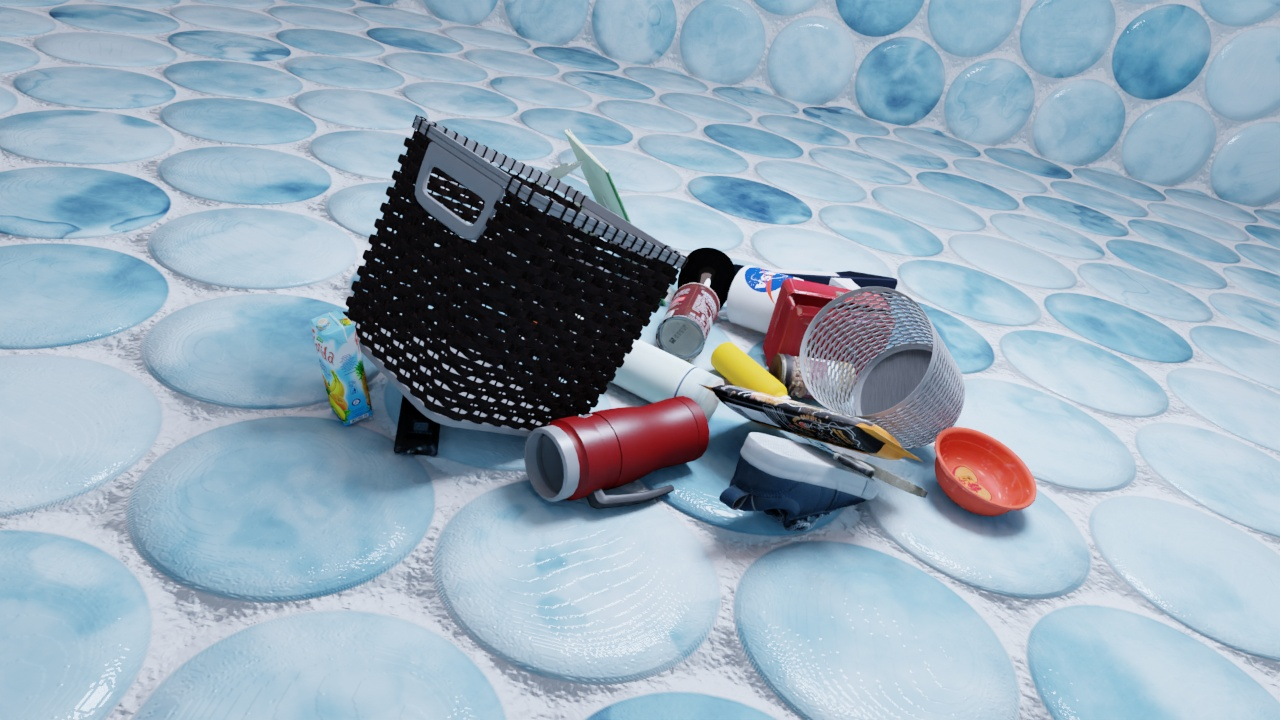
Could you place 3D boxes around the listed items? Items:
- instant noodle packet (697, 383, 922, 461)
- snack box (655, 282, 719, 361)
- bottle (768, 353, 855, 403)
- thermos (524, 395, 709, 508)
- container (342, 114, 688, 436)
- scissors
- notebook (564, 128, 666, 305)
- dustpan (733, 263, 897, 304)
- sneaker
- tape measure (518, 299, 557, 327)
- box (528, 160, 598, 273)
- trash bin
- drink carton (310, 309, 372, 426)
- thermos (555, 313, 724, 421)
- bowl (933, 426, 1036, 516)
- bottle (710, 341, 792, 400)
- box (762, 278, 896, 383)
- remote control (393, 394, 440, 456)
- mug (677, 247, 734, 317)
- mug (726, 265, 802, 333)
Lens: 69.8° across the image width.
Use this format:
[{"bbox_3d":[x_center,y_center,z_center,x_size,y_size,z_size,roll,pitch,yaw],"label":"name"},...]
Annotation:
[{"bbox_3d":[0.194,0.071,1.050,0.221,0.032,0.159,14,-8,38],"label":"instant noodle packet"},{"bbox_3d":[0.068,-0.055,1.300,0.072,0.072,0.121,16,30,6],"label":"snack box"},{"bbox_3d":[0.231,0.024,1.238,0.105,0.056,0.056,7,29,-10],"label":"bottle"},{"bbox_3d":[-0.018,0.102,0.983,0.198,0.084,0.108,-11,70,-40],"label":"thermos"},{"bbox_3d":[-0.147,-0.079,1.004,0.247,0.244,0.245,37,14,37],"label":"container"},{"bbox_3d":[0.224,0.107,0.966,0.171,0.012,0.157,24,1,14],"label":"scissors"},{"bbox_3d":[-0.037,-0.216,1.399,0.010,0.253,0.182,-30,40,-5],"label":"notebook"},{"bbox_3d":[0.303,-0.127,1.513,0.236,0.080,0.273,1,31,-21],"label":"dustpan"},{"bbox_3d":[0.175,0.139,0.987,0.235,0.087,0.089,17,11,-44],"label":"sneaker"},{"bbox_3d":[-0.142,-0.064,1.264,0.058,0.038,0.058,2,31,-19],"label":"tape measure"},{"bbox_3d":[-0.137,-0.233,1.413,0.105,0.188,0.143,25,28,23],"label":"box"},{"bbox_3d":[0.301,0.018,1.114,0.156,0.156,0.183,38,4,38],"label":"trash bin"},{"bbox_3d":[-0.315,0.008,0.969,0.038,0.129,0.044,-25,45,-30],"label":"drink carton"},{"bbox_3d":[-0.007,0.007,1.163,0.230,0.068,0.067,27,32,22],"label":"thermos"},{"bbox_3d":[0.402,0.141,1.098,0.130,0.045,0.130,13,38,-11],"label":"bowl"},{"bbox_3d":[0.151,0.028,1.211,0.043,0.043,0.143,-8,35,-33],"label":"bottle"},{"bbox_3d":[0.262,-0.035,1.287,0.157,0.129,0.087,8,25,-11],"label":"box"},{"bbox_3d":[-0.245,0.054,1.025,0.047,0.022,0.150,6,29,-13],"label":"remote control"},{"bbox_3d":[0.109,-0.102,1.406,0.119,0.085,0.100,38,39,-15],"label":"mug"},{"bbox_3d":[0.198,-0.094,1.382,0.090,0.091,0.121,20,37,29],"label":"mug"}]
